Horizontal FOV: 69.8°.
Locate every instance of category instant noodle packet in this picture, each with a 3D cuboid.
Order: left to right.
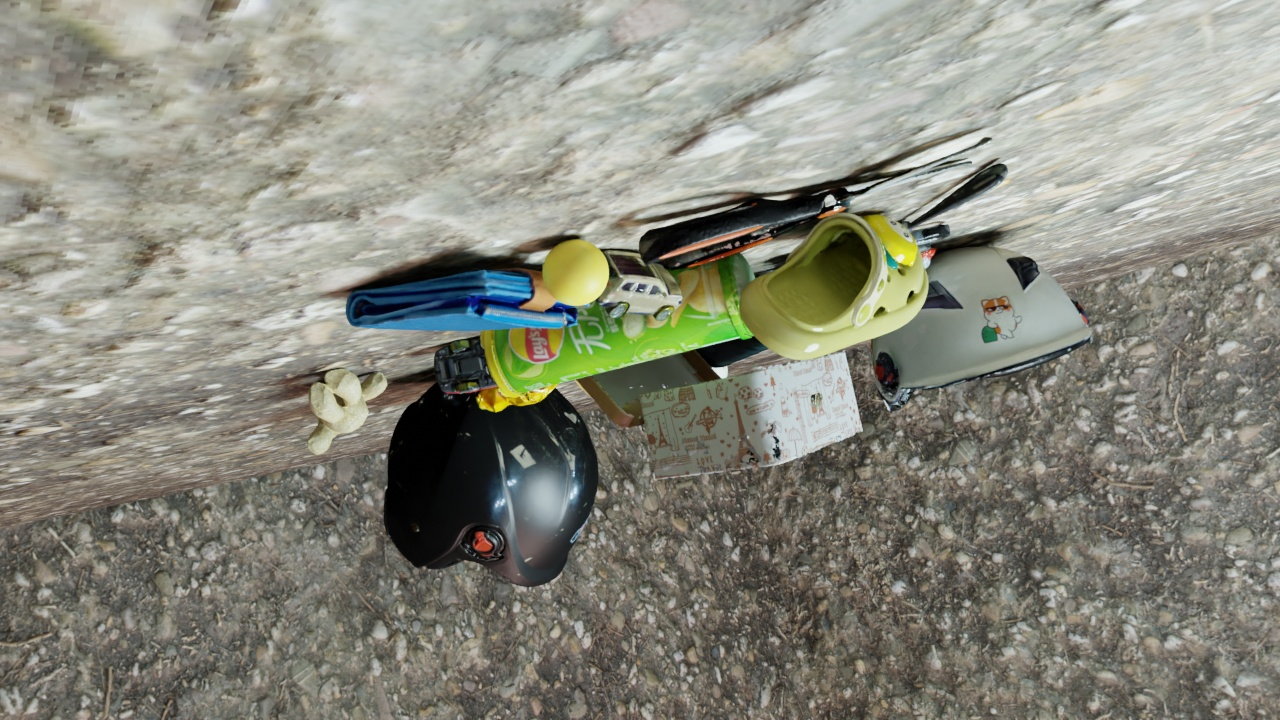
[{"bbox_3d":[-0.109,0.010,0.966,0.110,0.044,0.129,-39,-169,-30],"label":"instant noodle packet"}]

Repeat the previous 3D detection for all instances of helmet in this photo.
[{"bbox_3d":[-0.162,0.131,1.097,0.231,0.274,0.232,-45,-177,29],"label":"helmet"},{"bbox_3d":[0.358,-0.048,1.020,0.230,0.157,0.274,-18,172,5],"label":"helmet"}]

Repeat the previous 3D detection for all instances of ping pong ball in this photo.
[{"bbox_3d":[-0.039,-0.053,0.556,0.040,0.040,0.040,-13,176,-1],"label":"ping pong ball"}]

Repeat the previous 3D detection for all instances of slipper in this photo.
[{"bbox_3d":[0.155,-0.063,0.677,0.190,0.091,0.082,-26,154,-37],"label":"slipper"}]

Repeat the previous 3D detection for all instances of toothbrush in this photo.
[{"bbox_3d":[0.227,-0.117,0.695,0.018,0.015,0.181,-3,175,-9],"label":"toothbrush"}]

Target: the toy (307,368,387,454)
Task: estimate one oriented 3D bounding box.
[{"bbox_3d":[-0.306,0.043,0.923,0.105,0.066,0.157,-56,-175,-18],"label":"toy"}]

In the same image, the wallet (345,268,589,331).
[{"bbox_3d":[-0.106,-0.037,0.593,0.106,0.040,0.133,-6,179,24],"label":"wallet"}]

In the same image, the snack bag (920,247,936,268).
[{"bbox_3d":[0.282,-0.103,0.948,0.045,0.026,0.105,-23,174,14],"label":"snack bag"}]

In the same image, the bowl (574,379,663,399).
[{"bbox_3d":[-0.006,0.006,0.975,0.118,0.118,0.065,-7,130,-52],"label":"bowl"}]

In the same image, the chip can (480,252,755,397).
[{"bbox_3d":[-0.014,-0.029,0.732,0.222,0.072,0.072,-14,175,16],"label":"chip can"}]

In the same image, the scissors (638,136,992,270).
[{"bbox_3d":[0.096,-0.096,0.584,0.220,0.021,0.225,-17,179,-27],"label":"scissors"}]

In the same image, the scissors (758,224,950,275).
[{"bbox_3d":[0.203,-0.102,0.852,0.162,0.014,0.166,-5,173,-43],"label":"scissors"}]

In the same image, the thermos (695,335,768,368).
[{"bbox_3d":[0.129,-0.042,0.983,0.090,0.068,0.243,-17,178,-16],"label":"thermos"}]

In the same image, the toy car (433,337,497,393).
[{"bbox_3d":[-0.135,-0.001,0.875,0.120,0.053,0.045,-11,177,4],"label":"toy car"}]

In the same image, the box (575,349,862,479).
[{"bbox_3d":[0.053,0.028,0.838,0.273,0.130,0.178,20,-163,34],"label":"box"}]

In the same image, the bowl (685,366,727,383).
[{"bbox_3d":[0.052,-0.003,1.162,0.113,0.113,0.062,-13,135,-1],"label":"bowl"}]

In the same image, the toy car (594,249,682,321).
[{"bbox_3d":[-0.003,-0.054,0.640,0.035,0.042,0.090,-41,155,28],"label":"toy car"}]
